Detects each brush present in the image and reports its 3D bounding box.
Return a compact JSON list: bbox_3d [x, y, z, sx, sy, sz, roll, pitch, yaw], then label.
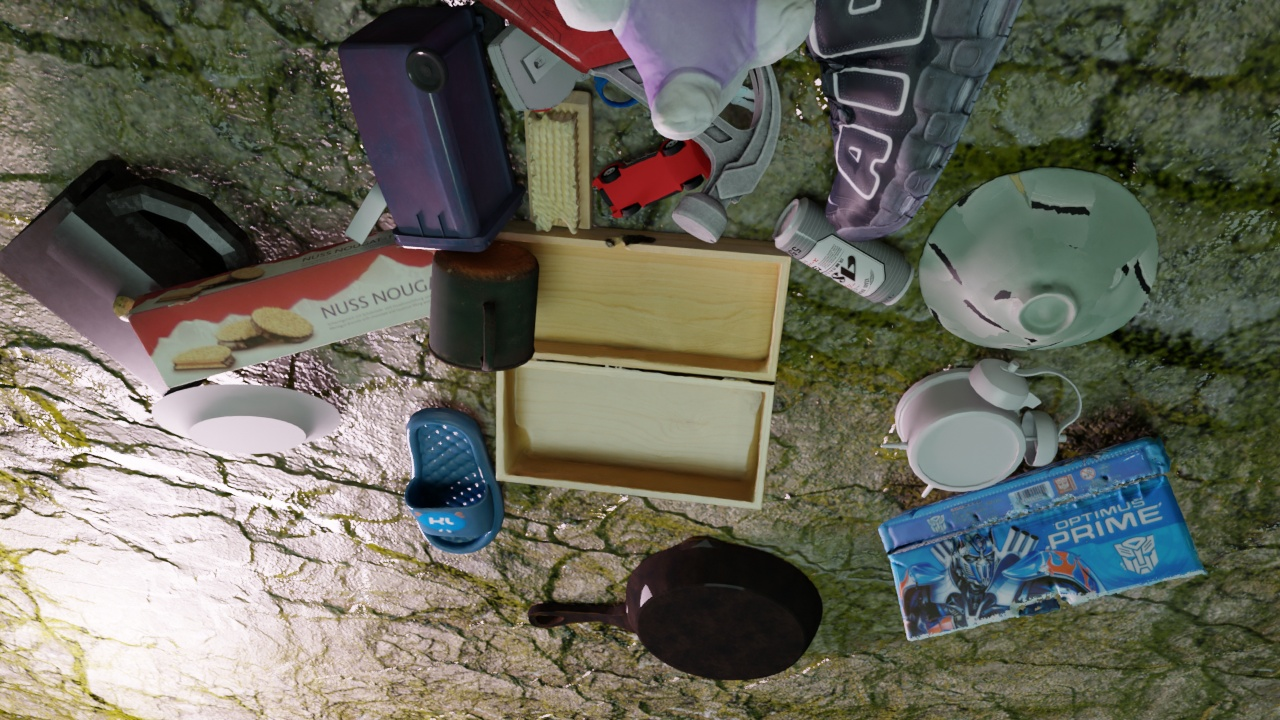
[{"bbox_3d":[-0.063,-0.147,0.699,0.049,0.039,0.117,8,131,6],"label":"brush"}]

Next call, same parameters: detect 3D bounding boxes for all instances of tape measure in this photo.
[{"bbox_3d":[-0.070,-0.207,0.636,0.020,0.062,0.060,16,145,49],"label":"tape measure"},{"bbox_3d":[-0.206,-0.129,0.728,0.016,0.064,0.065,33,136,-17],"label":"tape measure"}]

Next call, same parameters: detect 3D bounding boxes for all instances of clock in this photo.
[{"bbox_3d":[0.296,0.053,0.793,0.160,0.061,0.120,-30,120,26],"label":"clock"}]

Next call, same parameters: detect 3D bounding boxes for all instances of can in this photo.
[{"bbox_3d":[0.156,-0.083,0.707,0.106,0.043,0.044,27,130,-12],"label":"can"}]

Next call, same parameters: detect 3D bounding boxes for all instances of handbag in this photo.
[{"bbox_3d":[-0.415,-0.071,0.793,0.200,0.102,0.197,-26,121,29],"label":"handbag"}]

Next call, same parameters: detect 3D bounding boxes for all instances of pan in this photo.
[{"bbox_3d":[0.031,0.305,1.071,0.357,0.043,0.249,-7,129,17],"label":"pan"}]

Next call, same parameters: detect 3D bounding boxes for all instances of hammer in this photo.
[{"bbox_3d":[-0.046,-0.216,0.600,0.315,0.036,0.126,32,85,-12],"label":"hammer"}]

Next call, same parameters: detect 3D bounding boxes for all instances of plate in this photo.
[{"bbox_3d":[-0.388,0.066,0.909,0.173,0.019,0.173,-5,156,-2],"label":"plate"}]

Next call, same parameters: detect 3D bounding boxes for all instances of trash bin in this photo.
[{"bbox_3d":[-0.144,-0.164,0.666,0.092,0.093,0.161,6,130,19],"label":"trash bin"}]

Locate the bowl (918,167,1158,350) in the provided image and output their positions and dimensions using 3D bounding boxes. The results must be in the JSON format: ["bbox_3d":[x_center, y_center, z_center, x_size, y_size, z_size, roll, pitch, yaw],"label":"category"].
[{"bbox_3d":[0.302,-0.054,0.689,0.174,0.067,0.174,7,130,8],"label":"bowl"}]

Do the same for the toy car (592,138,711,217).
[{"bbox_3d":[0.010,-0.142,0.698,0.090,0.025,0.038,-19,125,26],"label":"toy car"}]

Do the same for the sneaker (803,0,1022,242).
[{"bbox_3d":[0.137,-0.192,0.589,0.151,0.097,0.253,19,131,2],"label":"sneaker"}]

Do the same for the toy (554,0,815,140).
[{"bbox_3d":[-0.003,-0.237,0.541,0.137,0.085,0.209,-43,91,-1],"label":"toy"}]

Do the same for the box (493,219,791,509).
[{"bbox_3d":[-0.005,0.006,0.802,0.247,0.076,0.258,5,123,6],"label":"box"}]

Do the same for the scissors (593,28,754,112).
[{"bbox_3d":[0.032,-0.197,0.658,0.134,0.016,0.073,18,127,-11],"label":"scissors"}]

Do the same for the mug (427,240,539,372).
[{"bbox_3d":[-0.120,-0.039,0.709,0.085,0.111,0.081,1,117,-14],"label":"mug"}]

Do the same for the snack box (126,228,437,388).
[{"bbox_3d":[-0.268,-0.051,0.754,0.273,0.044,0.077,-15,125,-5],"label":"snack box"}]

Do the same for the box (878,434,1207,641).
[{"bbox_3d":[0.330,0.138,0.794,0.244,0.166,0.075,-25,109,28],"label":"box"}]

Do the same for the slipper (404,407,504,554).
[{"bbox_3d":[-0.197,0.136,0.961,0.104,0.059,0.214,6,130,3],"label":"slipper"}]
